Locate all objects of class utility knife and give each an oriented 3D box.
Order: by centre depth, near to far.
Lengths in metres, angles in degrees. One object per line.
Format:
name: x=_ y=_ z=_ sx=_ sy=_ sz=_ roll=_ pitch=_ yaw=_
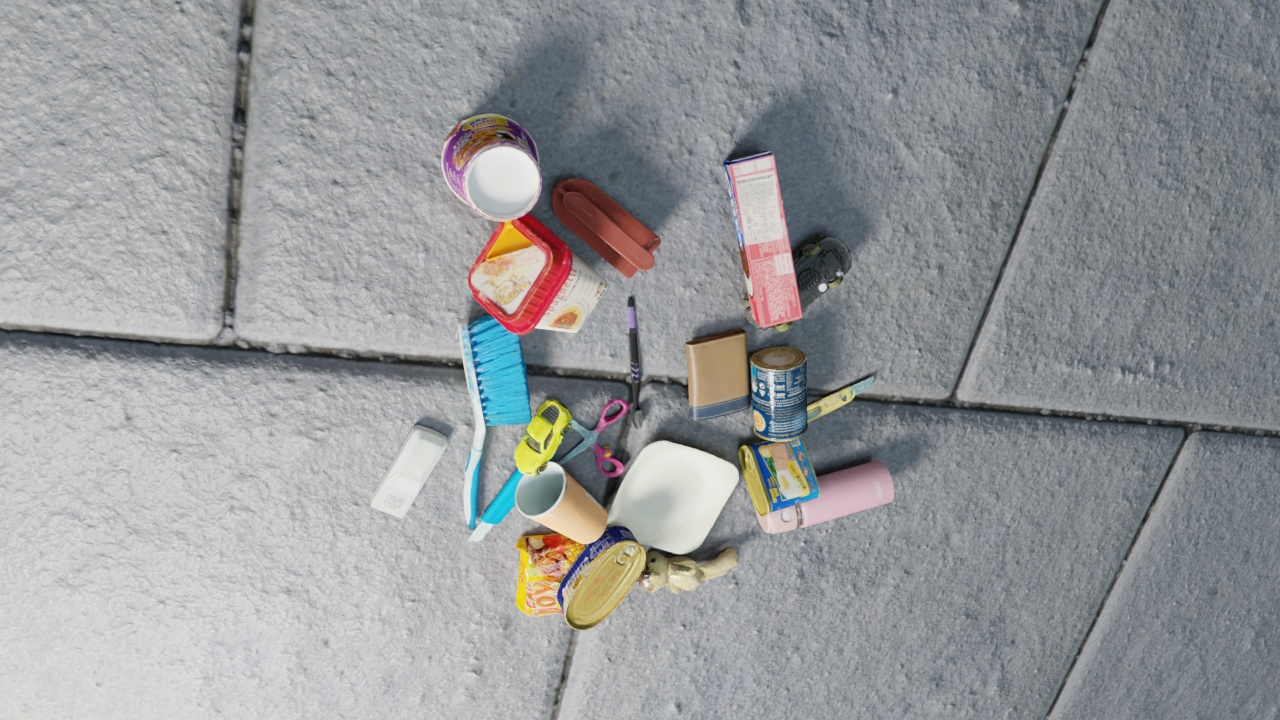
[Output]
utility knife: x=-0.173 y=0.177 z=1.222 sx=0.034 sy=0.018 sz=0.182 roll=32 pitch=102 yaw=-30
utility knife: x=0.253 y=0.067 z=1.311 sx=0.183 sy=0.019 sz=0.031 roll=-28 pitch=125 yaw=-8

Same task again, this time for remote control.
remote control: x=-0.293 y=0.142 z=1.164 sx=0.049 sy=0.024 sz=0.125 roll=27 pitch=105 yaw=-26

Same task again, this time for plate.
plate: x=0.041 y=0.187 z=1.286 sx=0.163 sy=0.034 sz=0.164 roll=21 pitch=106 yaw=-25

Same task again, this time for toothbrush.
toothbrush: x=-0.007 y=0.007 z=1.197 sx=0.014 sy=0.017 sz=0.189 roll=-12 pitch=116 yaw=-19

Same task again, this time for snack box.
snack box: x=0.151 y=-0.149 z=1.123 sx=0.058 sy=0.057 sz=0.207 roll=-13 pitch=106 yaw=0

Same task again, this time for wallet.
wallet: x=0.104 y=0.020 z=1.229 sx=0.090 sy=0.033 sz=0.115 roll=-13 pitch=117 yaw=-14

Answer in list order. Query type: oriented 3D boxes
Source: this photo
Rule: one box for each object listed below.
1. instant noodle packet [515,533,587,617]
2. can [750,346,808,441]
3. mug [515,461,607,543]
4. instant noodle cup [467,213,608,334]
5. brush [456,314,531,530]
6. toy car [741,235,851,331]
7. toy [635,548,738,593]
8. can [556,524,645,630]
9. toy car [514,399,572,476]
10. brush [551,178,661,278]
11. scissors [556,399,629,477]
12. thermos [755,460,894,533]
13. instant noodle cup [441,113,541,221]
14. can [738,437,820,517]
instant noodle packet: x=-0.119 y=0.301 z=1.285 sx=0.110 sy=0.044 sz=0.128 roll=-2 pitch=115 yaw=-13
can: x=0.188 y=0.043 z=1.241 sx=0.075 sy=0.075 sz=0.111 roll=-12 pitch=117 yaw=-12
mug: x=-0.098 y=0.193 z=1.214 sx=0.078 sy=0.078 sz=0.123 roll=-41 pitch=136 yaw=4
instant noodle cup: x=-0.112 y=-0.091 z=1.053 sx=0.116 sy=0.116 sz=0.124 roll=-55 pitch=149 yaw=11
brush: x=-0.188 y=0.081 z=1.157 sx=0.109 sy=0.060 sz=0.315 roll=-9 pitch=119 yaw=-7
toy car: x=0.205 y=-0.100 z=1.197 sx=0.158 sy=0.042 sz=0.070 roll=-38 pitch=117 yaw=8
toy: x=0.068 y=0.303 z=1.340 sx=0.157 sy=0.066 sz=0.105 roll=-4 pitch=158 yaw=-20
can: x=-0.055 y=0.296 z=1.253 sx=0.074 sy=0.049 sz=0.148 roll=32 pitch=97 yaw=-29
toy car: x=-0.129 y=0.099 z=1.175 sx=0.032 sy=0.048 sz=0.105 roll=16 pitch=106 yaw=-58
brush: x=-0.043 y=-0.159 z=1.075 sx=0.146 sy=0.069 sz=0.063 roll=37 pitch=98 yaw=-28
scissors: x=-0.060 y=0.104 z=1.227 sx=0.134 sy=0.017 sz=0.133 roll=-42 pitch=116 yaw=9
thermos: x=0.267 y=0.193 z=1.347 sx=0.198 sy=0.067 sz=0.087 roll=-12 pitch=96 yaw=-10
instant noodle cup: x=-0.157 y=-0.204 z=1.002 sx=0.111 sy=0.099 sz=0.112 roll=-7 pitch=117 yaw=-14
can: x=0.195 y=0.159 z=1.288 sx=0.083 sy=0.057 sz=0.102 roll=-14 pitch=76 yaw=-14
